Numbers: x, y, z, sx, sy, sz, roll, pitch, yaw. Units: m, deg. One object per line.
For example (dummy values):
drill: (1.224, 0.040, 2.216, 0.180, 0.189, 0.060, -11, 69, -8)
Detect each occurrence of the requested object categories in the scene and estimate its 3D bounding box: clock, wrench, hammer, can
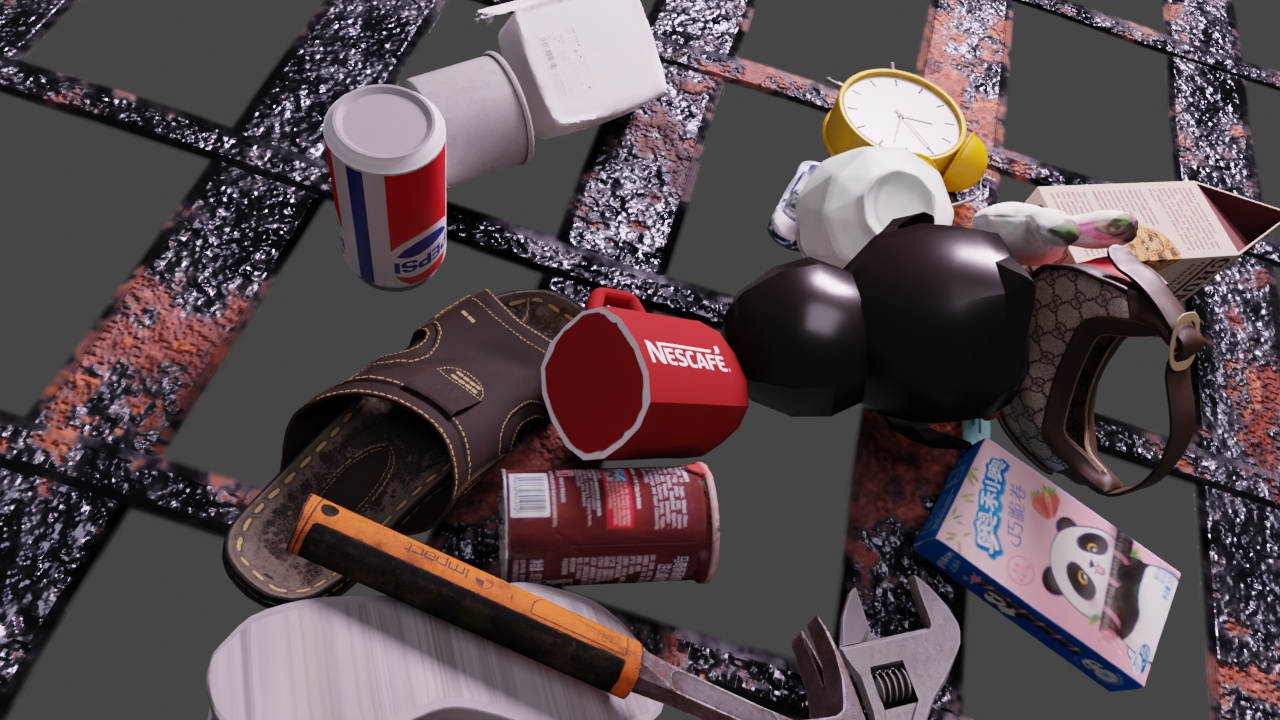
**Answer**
clock: (0.219, -0.182, 0.760, 0.113, 0.052, 0.152, -19, 62, -21)
wrench: (0.147, 0.249, 0.494, 0.083, 0.018, 0.272, 4, 58, -4)
hammer: (-0.024, 0.139, 0.471, 0.314, 0.035, 0.137, 26, 32, -7)
can: (-0.160, -0.106, 0.588, 0.070, 0.132, 0.070, 5, 59, -9)

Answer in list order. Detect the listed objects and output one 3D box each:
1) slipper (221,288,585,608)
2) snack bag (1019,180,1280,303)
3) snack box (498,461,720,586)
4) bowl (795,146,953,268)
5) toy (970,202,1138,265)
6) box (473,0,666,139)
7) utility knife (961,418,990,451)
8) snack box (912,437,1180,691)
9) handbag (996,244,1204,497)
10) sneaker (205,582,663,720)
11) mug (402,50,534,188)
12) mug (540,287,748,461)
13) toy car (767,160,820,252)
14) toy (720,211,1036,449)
slipper: (-0.128, 0.035, 0.545, 0.113, 0.076, 0.267, 40, 60, 12)
snack bag: (0.382, -0.079, 0.706, 0.206, 0.095, 0.069, -5, 61, -14)
snack box: (-0.021, 0.096, 0.535, 0.121, 0.072, 0.072, 0, 60, -11)
bowl: (0.178, -0.106, 0.673, 0.117, 0.061, 0.117, 0, 87, -8)
toy: (0.259, -0.085, 0.613, 0.079, 0.123, 0.038, 6, 89, -28)
box: (-0.073, -0.255, 0.738, 0.107, 0.132, 0.152, -25, 99, -25)
utility knife: (0.230, 0.085, 0.628, 0.022, 0.015, 0.141, 13, 62, -6)
snack box: (0.261, 0.129, 0.588, 0.154, 0.033, 0.087, 35, 62, 4)
handbag: (0.299, 0.009, 0.593, 0.063, 0.167, 0.138, -13, 42, -18)
sneaker: (-0.103, 0.179, 0.473, 0.235, 0.090, 0.099, 11, 42, -30)
mug: (-0.132, -0.178, 0.675, 0.070, 0.084, 0.113, -24, 34, -21)
mug: (-0.003, 0.003, 0.564, 0.096, 0.081, 0.116, 5, 50, -50)
toy car: (0.130, -0.124, 0.720, 0.039, 0.027, 0.089, 28, 59, 3)
toy: (0.144, -0.019, 0.587, 0.184, 0.140, 0.159, -5, 77, 1)
